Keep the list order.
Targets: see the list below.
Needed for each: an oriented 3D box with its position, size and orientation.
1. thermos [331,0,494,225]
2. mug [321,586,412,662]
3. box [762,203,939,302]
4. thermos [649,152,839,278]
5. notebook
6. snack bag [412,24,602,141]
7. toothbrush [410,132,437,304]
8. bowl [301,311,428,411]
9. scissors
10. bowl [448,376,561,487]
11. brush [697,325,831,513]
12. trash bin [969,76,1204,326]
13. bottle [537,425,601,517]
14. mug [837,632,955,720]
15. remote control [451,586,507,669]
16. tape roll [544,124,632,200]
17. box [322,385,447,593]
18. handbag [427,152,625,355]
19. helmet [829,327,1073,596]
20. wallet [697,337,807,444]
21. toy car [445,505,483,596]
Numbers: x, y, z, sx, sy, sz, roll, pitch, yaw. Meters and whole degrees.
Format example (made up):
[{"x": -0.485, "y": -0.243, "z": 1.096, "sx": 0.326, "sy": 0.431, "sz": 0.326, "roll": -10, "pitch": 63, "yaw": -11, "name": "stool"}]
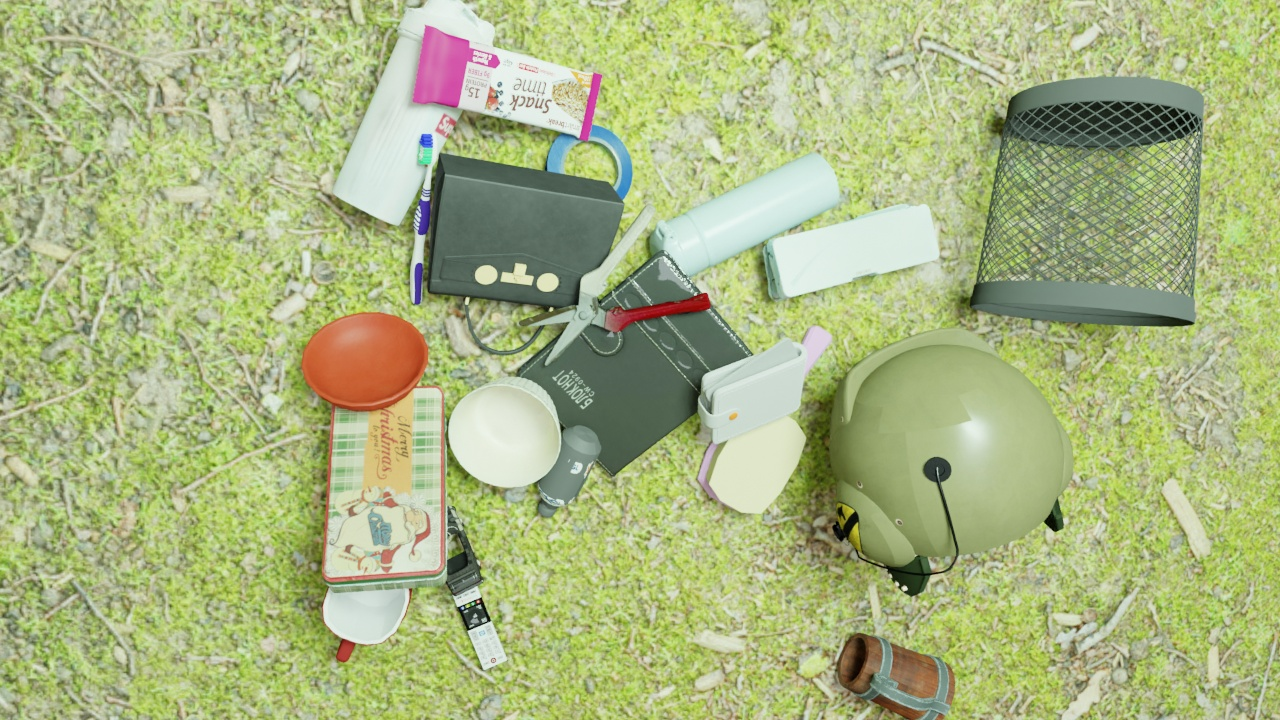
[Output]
[{"x": -0.223, "y": -0.247, "z": 0.905, "sx": 0.099, "sy": 0.099, "sz": 0.220, "roll": 27, "pitch": 96, "yaw": -12, "name": "thermos"}, {"x": -0.282, "y": 0.246, "z": 0.940, "sx": 0.080, "sy": 0.096, "sz": 0.116, "roll": 24, "pitch": 91, "yaw": -12, "name": "mug"}, {"x": 0.230, "y": -0.122, "z": 1.006, "sx": 0.198, "sy": 0.067, "sz": 0.084, "roll": -17, "pitch": 120, "yaw": -15, "name": "box"}, {"x": 0.109, "y": -0.152, "z": 0.984, "sx": 0.206, "sy": 0.065, "sz": 0.078, "roll": -27, "pitch": 142, "yaw": -7, "name": "thermos"}, {"x": -0.006, "y": 0.006, "z": 0.971, "sx": 0.209, "sy": 0.029, "sz": 0.169, "roll": -40, "pitch": 103, "yaw": 12, "name": "notebook"}, {"x": -0.123, "y": -0.265, "z": 0.890, "sx": 0.196, "sy": 0.016, "sz": 0.070, "roll": 3, "pitch": 109, "yaw": -38, "name": "snack bag"}, {"x": -0.218, "y": -0.137, "z": 0.912, "sx": 0.016, "sy": 0.015, "sz": 0.187, "roll": -8, "pitch": 127, "yaw": -32, "name": "toothbrush"}, {"x": -0.274, "y": 0.007, "z": 0.922, "sx": 0.122, "sy": 0.121, "sz": 0.035, "roll": -3, "pitch": 141, "yaw": -10, "name": "bowl"}, {"x": -0.024, "y": -0.071, "z": 0.925, "sx": 0.198, "sy": 0.015, "sz": 0.179, "roll": 8, "pitch": 107, "yaw": 2, "name": "scissors"}, {"x": -0.135, "y": 0.067, "z": 0.953, "sx": 0.115, "sy": 0.062, "sz": 0.115, "roll": 2, "pitch": 111, "yaw": 5, "name": "bowl"}, {"x": 0.151, "y": 0.064, "z": 1.028, "sx": 0.089, "sy": 0.043, "sz": 0.228, "roll": 31, "pitch": 90, "yaw": -12, "name": "brush"}, {"x": 0.481, "y": -0.161, "z": 0.982, "sx": 0.217, "sy": 0.218, "sz": 0.227, "roll": 6, "pitch": 91, "yaw": -11, "name": "trash bin"}, {"x": -0.081, "y": 0.121, "z": 0.981, "sx": 0.047, "sy": 0.047, "sz": 0.113, "roll": 21, "pitch": 115, "yaw": -12, "name": "bottle"}, {"x": 0.298, "y": 0.371, "z": 1.054, "sx": 0.111, "sy": 0.117, "sz": 0.081, "roll": 25, "pitch": 91, "yaw": -9, "name": "mug"}, {"x": -0.181, "y": 0.278, "z": 1.005, "sx": 0.028, "sy": 0.012, "sz": 0.124, "roll": -21, "pitch": 100, "yaw": -8, "name": "remote control"}, {"x": -0.054, "y": -0.202, "z": 0.973, "sx": 0.093, "sy": 0.016, "sz": 0.091, "roll": 23, "pitch": 92, "yaw": -12, "name": "tape roll"}, {"x": -0.249, "y": 0.123, "z": 0.903, "sx": 0.117, "sy": 0.050, "sz": 0.205, "roll": 0, "pitch": 59, "yaw": -11, "name": "box"}, {"x": -0.130, "y": -0.093, "z": 0.939, "sx": 0.175, "sy": 0.072, "sz": 0.196, "roll": 6, "pitch": 117, "yaw": -20, "name": "handbag"}, {"x": 0.302, "y": 0.088, "z": 0.939, "sx": 0.250, "sy": 0.256, "sz": 0.233, "roll": -21, "pitch": 103, "yaw": -9, "name": "helmet"}, {"x": 0.116, "y": 0.025, "z": 0.942, "sx": 0.118, "sy": 0.037, "sz": 0.115, "roll": -20, "pitch": 141, "yaw": -15, "name": "wallet"}, {"x": -0.199, "y": 0.199, "z": 0.967, "sx": 0.040, "sy": 0.037, "sz": 0.092, "roll": -26, "pitch": 67, "yaw": -6, "name": "toy car"}]
